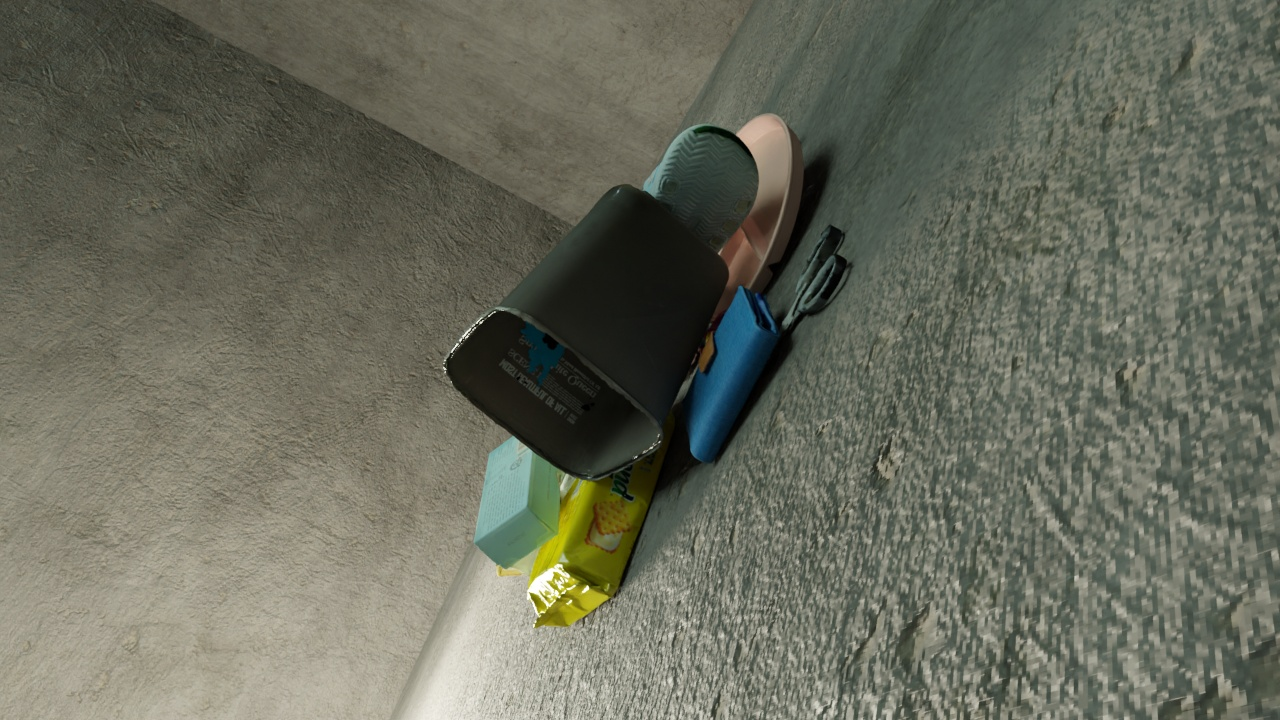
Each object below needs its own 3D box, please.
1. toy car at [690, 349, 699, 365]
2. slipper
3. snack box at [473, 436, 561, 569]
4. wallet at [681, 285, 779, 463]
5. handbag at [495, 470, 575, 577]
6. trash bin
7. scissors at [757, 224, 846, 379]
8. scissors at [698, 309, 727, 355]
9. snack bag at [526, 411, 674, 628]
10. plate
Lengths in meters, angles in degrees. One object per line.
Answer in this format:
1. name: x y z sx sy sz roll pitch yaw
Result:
1. toy car: 0.052 -0.026 1.091 0.056 0.037 0.122 -58 10 38
2. slipper: 0.047 -0.157 0.966 0.246 0.104 0.074 120 155 -53
3. snack box: -0.130 0.143 1.003 0.074 0.051 0.174 -37 23 15
4. wallet: 0.075 0.010 0.800 0.106 0.040 0.133 -94 27 -65
5. handbag: -0.111 0.185 1.113 0.163 0.063 0.178 63 -135 -78
6. trash bin: -0.042 -0.033 0.906 0.199 0.199 0.219 -35 19 54
7. scissors: 0.124 -0.036 0.759 0.159 0.014 0.174 -66 7 -17
8. scissors: 0.063 -0.012 0.957 0.136 0.017 0.105 172 108 -69
9. snack bag: -0.044 0.160 0.985 0.158 0.068 0.245 -50 14 55
10. plate: 0.108 -0.148 0.978 0.230 0.028 0.229 -166 91 -71
